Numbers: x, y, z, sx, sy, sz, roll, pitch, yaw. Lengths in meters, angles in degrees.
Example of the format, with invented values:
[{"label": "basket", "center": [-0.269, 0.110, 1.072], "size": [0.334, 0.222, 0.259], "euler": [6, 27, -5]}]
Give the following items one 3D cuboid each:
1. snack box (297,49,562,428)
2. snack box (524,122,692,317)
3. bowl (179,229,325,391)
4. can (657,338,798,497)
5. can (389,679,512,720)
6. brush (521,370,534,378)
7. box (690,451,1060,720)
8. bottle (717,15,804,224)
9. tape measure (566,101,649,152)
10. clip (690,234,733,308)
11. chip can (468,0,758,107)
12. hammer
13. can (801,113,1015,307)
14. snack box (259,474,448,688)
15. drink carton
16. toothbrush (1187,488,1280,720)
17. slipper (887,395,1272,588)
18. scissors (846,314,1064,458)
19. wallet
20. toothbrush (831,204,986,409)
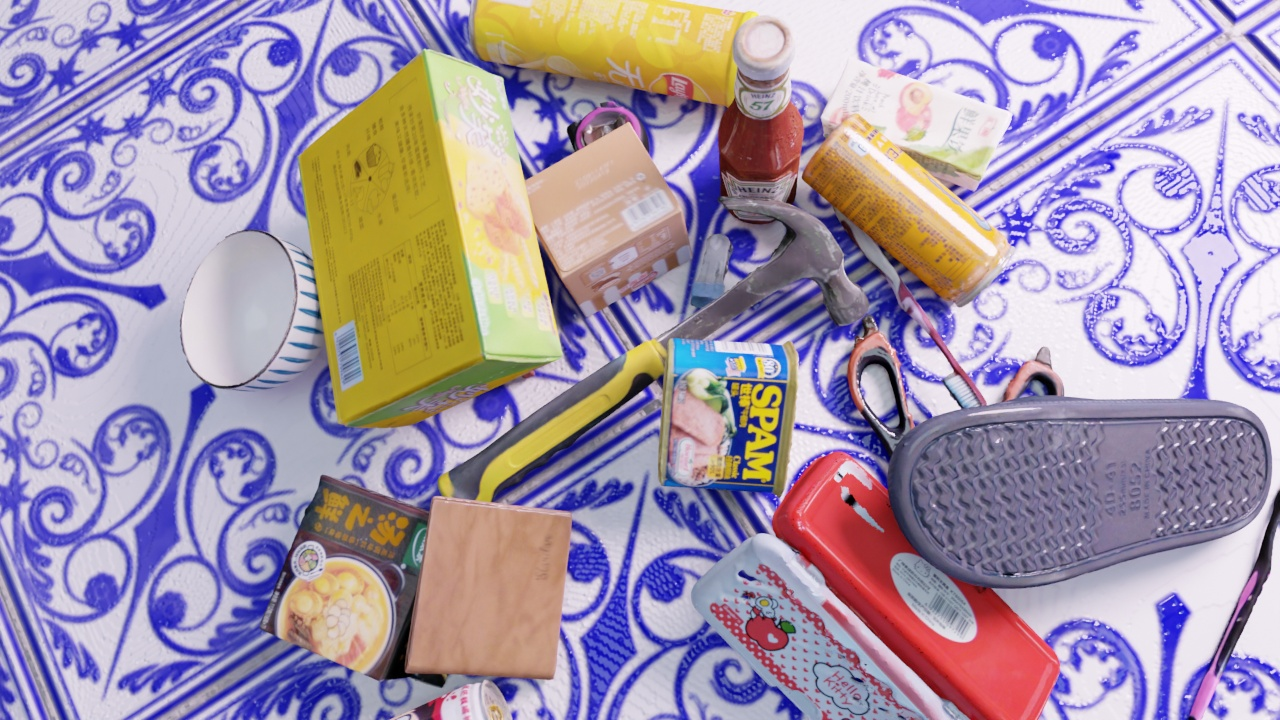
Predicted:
[{"label": "snack box", "center": [-0.148, -0.075, 0.621], "size": [0.158, 0.070, 0.210], "euler": [-23, 74, 36]}, {"label": "snack box", "center": [-0.024, -0.097, 0.652], "size": [0.093, 0.094, 0.077], "euler": [-30, 74, 0]}, {"label": "bowl", "center": [-0.272, -0.032, 0.677], "size": [0.117, 0.066, 0.116], "euler": [-5, 78, 25]}, {"label": "can", "center": [0.056, 0.037, 0.607], "size": [0.083, 0.057, 0.102], "euler": [3, 110, 0]}, {"label": "can", "center": [-0.152, 0.261, 0.605], "size": [0.133, 0.053, 0.053], "euler": [-25, 75, 1]}, {"label": "brush", "center": [-0.114, -0.058, 0.672], "size": [0.069, 0.063, 0.145], "euler": [-22, 74, 4]}, {"label": "box", "center": [0.146, 0.170, 0.568], "size": [0.201, 0.074, 0.154], "euler": [44, 87, 3]}, {"label": "bottle", "center": [0.078, -0.149, 0.594], "size": [0.060, 0.206, 0.059], "euler": [-1, 77, 6]}, {"label": "tape measure", "center": [-0.023, -0.164, 0.696], "size": [0.058, 0.039, 0.057], "euler": [-18, 75, 3]}, {"label": "clip", "center": [0.054, -0.067, 0.674], "size": [0.027, 0.043, 0.058], "euler": [12, 71, 13]}, {"label": "chip can", "center": [-0.020, -0.245, 0.699], "size": [0.213, 0.072, 0.072], "euler": [14, 79, 10]}, {"label": "hammer", "center": [-0.004, 0.004, 0.637], "size": [0.323, 0.032, 0.126], "euler": [-35, 112, 4]}, {"label": "can", "center": [0.183, -0.104, 0.634], "size": [0.146, 0.058, 0.058], "euler": [41, 85, 4]}, {"label": "snack box", "center": [-0.182, 0.154, 0.640], "size": [0.126, 0.053, 0.113], "euler": [16, 79, 16]}, {"label": "drink carton", "center": [0.198, -0.170, 0.666], "size": [0.122, 0.045, 0.053], "euler": [24, 90, 14]}, {"label": "toothbrush", "center": [0.387, 0.153, 0.582], "size": [0.018, 0.014, 0.189], "euler": [29, 82, 1]}, {"label": "slipper", "center": [0.266, 0.074, 0.578], "size": [0.268, 0.083, 0.110], "euler": [-3, 94, -16]}, {"label": "scissors", "center": [0.201, 0.069, 0.626], "size": [0.189, 0.015, 0.225], "euler": [-11, 77, 5]}, {"label": "wallet", "center": [-0.100, 0.153, 0.616], "size": [0.101, 0.020, 0.115], "euler": [9, 81, -20]}, {"label": "toothbrush", "center": [0.182, -0.042, 0.643], "size": [0.017, 0.016, 0.187], "euler": [-30, 67, 2]}]
